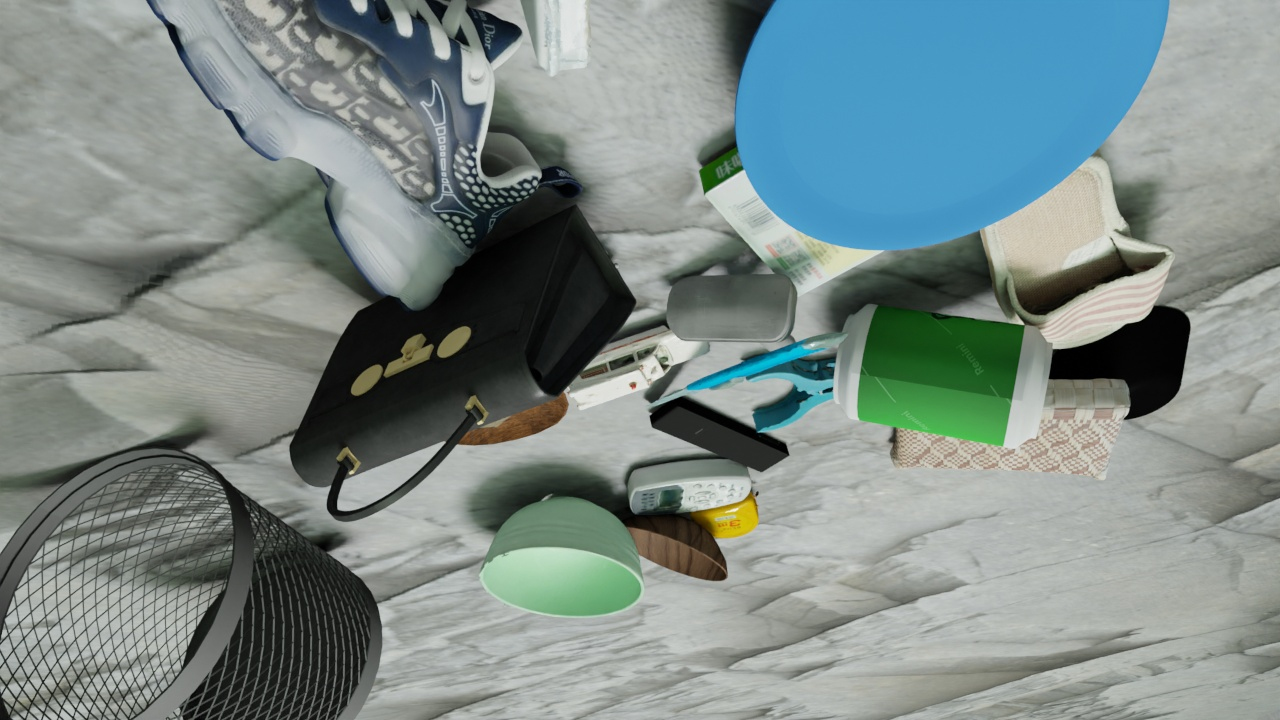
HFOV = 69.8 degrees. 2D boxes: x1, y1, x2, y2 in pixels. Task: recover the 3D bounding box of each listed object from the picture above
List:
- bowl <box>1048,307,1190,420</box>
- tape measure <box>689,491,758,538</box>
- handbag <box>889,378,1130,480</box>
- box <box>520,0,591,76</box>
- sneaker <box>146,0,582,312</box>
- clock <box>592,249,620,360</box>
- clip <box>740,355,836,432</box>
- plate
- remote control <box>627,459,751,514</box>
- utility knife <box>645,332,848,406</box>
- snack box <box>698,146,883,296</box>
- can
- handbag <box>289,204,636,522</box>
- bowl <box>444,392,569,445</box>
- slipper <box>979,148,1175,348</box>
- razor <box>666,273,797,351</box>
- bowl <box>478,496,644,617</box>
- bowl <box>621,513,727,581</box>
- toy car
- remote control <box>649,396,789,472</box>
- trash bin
[{"bbox_3d":[0.419,0.015,0.785,0.124,0.052,0.124,-7,143,-5],"label":"bowl"},{"bbox_3d":[0.086,0.149,0.898,0.068,0.030,0.059,-12,142,12],"label":"tape measure"},{"bbox_3d":[0.313,0.056,0.797,0.186,0.046,0.124,0,146,16],"label":"handbag"},{"bbox_3d":[-0.002,-0.221,0.337,0.129,0.105,0.211,-12,143,-4],"label":"box"},{"bbox_3d":[-0.124,-0.143,0.435,0.132,0.103,0.269,-29,142,0],"label":"sneaker"},{"bbox_3d":[-0.062,-0.038,0.617,0.094,0.035,0.123,11,137,-25],"label":"clock"},{"bbox_3d":[0.126,0.015,0.741,0.120,0.033,0.123,30,128,-36],"label":"clip"},{"bbox_3d":[0.159,-0.150,0.487,0.224,0.024,0.225,-5,139,-5],"label":"plate"},{"bbox_3d":[0.045,0.117,0.848,0.114,0.028,0.060,-4,142,-8],"label":"remote control"},{"bbox_3d":[0.065,0.012,0.667,0.031,0.015,0.221,-4,169,-33],"label":"utility knife"},{"bbox_3d":[0.139,-0.117,0.569,0.168,0.027,0.132,-28,140,21],"label":"snack box"},{"bbox_3d":[0.217,0.010,0.665,0.140,0.087,0.088,10,148,22],"label":"can"},{"bbox_3d":[-0.112,0.019,0.502,0.176,0.195,0.072,-21,116,25],"label":"handbag"},{"bbox_3d":[-0.113,0.029,0.696,0.114,0.026,0.102,-14,148,7],"label":"bowl"},{"bbox_3d":[0.307,-0.063,0.643,0.115,0.052,0.262,-27,146,22],"label":"slipper"},{"bbox_3d":[0.084,-0.024,0.659,0.088,0.047,0.116,2,167,30],"label":"razor"},{"bbox_3d":[-0.069,0.175,0.847,0.151,0.076,0.151,2,142,2],"label":"bowl"},{"bbox_3d":[0.034,0.175,0.893,0.119,0.032,0.119,20,156,9],"label":"bowl"},{"bbox_3d":[-0.004,0.004,0.681,0.113,0.039,0.039,-18,142,10],"label":"toy car"},{"bbox_3d":[0.072,0.066,0.800,0.150,0.013,0.035,25,130,-39],"label":"remote control"},{"bbox_3d":[-0.349,0.216,0.738,0.218,0.217,0.227,-17,146,8],"label":"trash bin"}]
